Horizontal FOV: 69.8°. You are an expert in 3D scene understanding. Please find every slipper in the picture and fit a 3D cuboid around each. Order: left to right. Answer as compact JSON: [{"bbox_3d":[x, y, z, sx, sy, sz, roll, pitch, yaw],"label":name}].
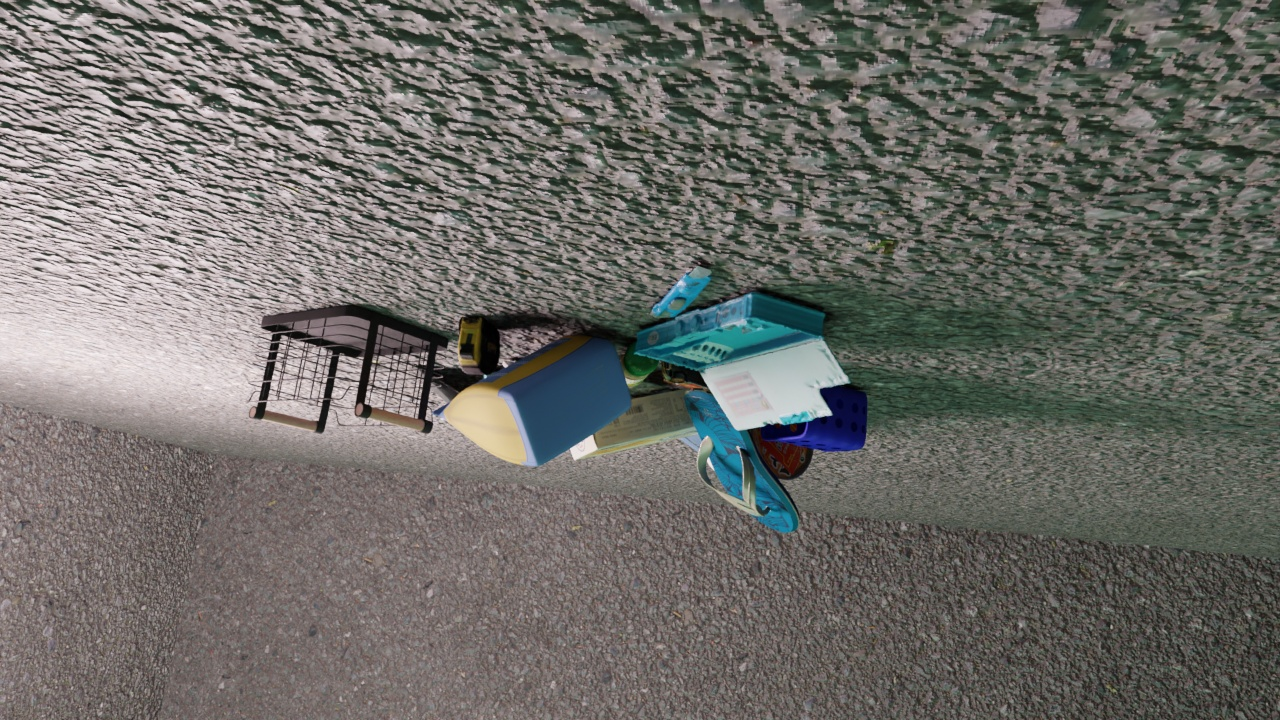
[{"bbox_3d":[0.123,0.149,1.225,0.118,0.060,0.295,17,148,43],"label":"slipper"}]

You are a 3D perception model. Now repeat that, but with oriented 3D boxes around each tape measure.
[{"bbox_3d":[-0.195,-0.014,1.098,0.038,0.062,0.067,3,168,15],"label":"tape measure"}]

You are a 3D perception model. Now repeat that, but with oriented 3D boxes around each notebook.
[{"bbox_3d":[-0.281,0.079,1.471,0.142,0.009,0.210,42,175,16],"label":"notebook"}]

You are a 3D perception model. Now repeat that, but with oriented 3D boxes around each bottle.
[{"bbox_3d":[-0.007,0.007,1.136,0.043,0.043,0.111,9,167,-8],"label":"bottle"}]

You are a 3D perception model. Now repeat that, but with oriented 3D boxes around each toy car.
[{"bbox_3d":[0.056,0.011,1.111,0.111,0.047,0.047,18,161,-39],"label":"toy car"}]

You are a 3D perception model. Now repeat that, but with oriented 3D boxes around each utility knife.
[{"bbox_3d":[0.039,-0.064,0.881,0.031,0.015,0.175,4,166,-10],"label":"utility knife"}]

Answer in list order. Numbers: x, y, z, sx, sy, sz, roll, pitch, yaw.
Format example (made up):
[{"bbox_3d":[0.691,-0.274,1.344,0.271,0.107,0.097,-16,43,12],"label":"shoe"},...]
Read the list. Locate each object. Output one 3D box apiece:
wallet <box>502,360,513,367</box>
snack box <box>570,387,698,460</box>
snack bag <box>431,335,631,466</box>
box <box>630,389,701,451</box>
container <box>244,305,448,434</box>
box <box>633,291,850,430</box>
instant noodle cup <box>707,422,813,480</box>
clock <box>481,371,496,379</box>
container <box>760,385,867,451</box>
[{"bbox_3d":[-0.127,0.040,1.262,0.115,0.037,0.118,15,-170,-29],"label":"wallet"},{"bbox_3d":[0.010,0.084,1.263,0.207,0.057,0.104,-10,169,-24],"label":"snack box"},{"bbox_3d":[-0.138,0.041,1.101,0.158,0.102,0.206,-31,-157,-36],"label":"snack bag"},{"bbox_3d":[0.083,0.116,1.428,0.209,0.034,0.128,36,155,-21],"label":"box"},{"bbox_3d":[-0.381,0.021,1.190,0.242,0.130,0.162,-3,164,36],"label":"container"},{"bbox_3d":[0.116,-0.003,0.978,0.182,0.071,0.228,36,156,-20],"label":"box"},{"bbox_3d":[0.160,0.115,1.311,0.123,0.123,0.122,16,159,-34],"label":"instant noodle cup"},{"bbox_3d":[-0.213,0.060,1.366,0.053,0.090,0.124,-1,168,-14],"label":"clock"},{"bbox_3d":[0.229,0.071,1.201,0.113,0.085,0.085,14,166,-35],"label":"container"}]
